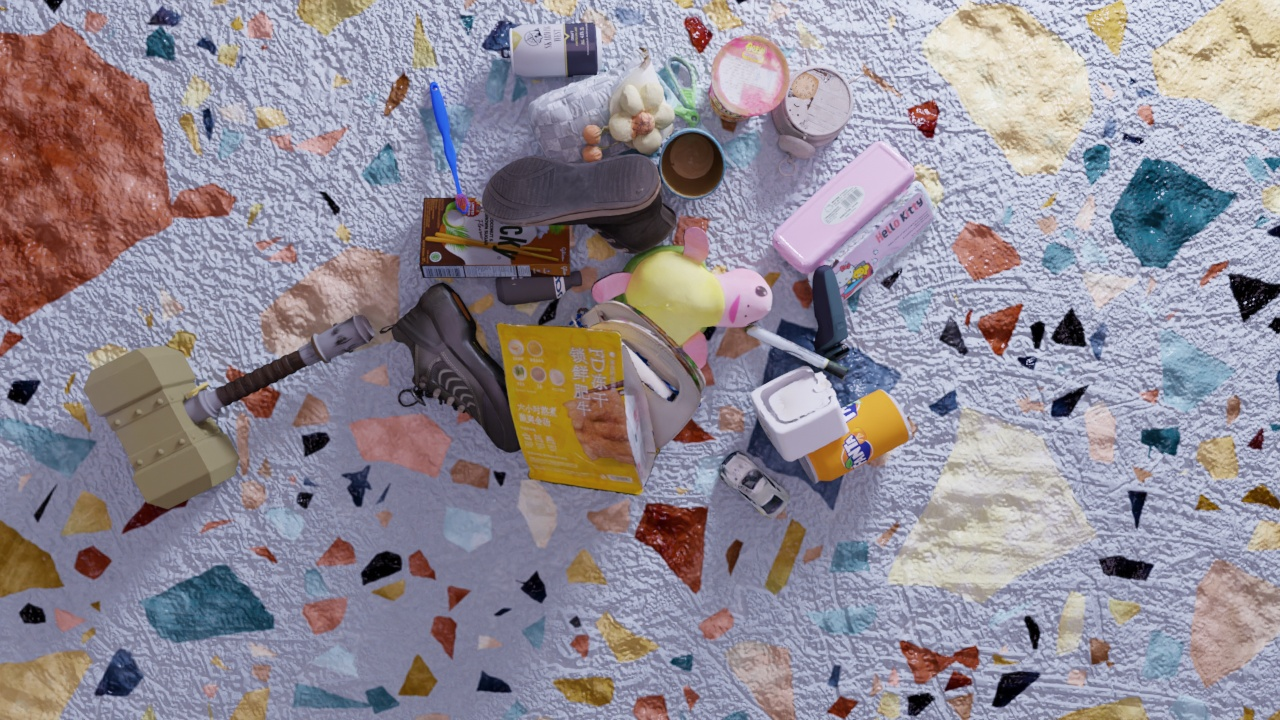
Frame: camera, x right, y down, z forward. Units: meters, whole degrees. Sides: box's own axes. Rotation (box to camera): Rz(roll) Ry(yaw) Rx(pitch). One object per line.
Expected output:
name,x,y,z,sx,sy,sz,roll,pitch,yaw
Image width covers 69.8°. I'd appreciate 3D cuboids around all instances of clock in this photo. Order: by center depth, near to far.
clock,0.219,-0.314,1.195,0.103,0.061,0.157,23,91,-5

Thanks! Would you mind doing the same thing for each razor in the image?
razor,0.247,-0.058,1.206,0.047,0.052,0.143,-25,117,-23

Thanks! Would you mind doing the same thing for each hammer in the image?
hammer,-0.488,0.028,1.155,0.325,0.100,0.190,-26,96,-1

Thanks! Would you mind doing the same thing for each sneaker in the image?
sneaker,-0.076,-0.189,1.133,0.235,0.120,0.095,-4,69,16
sneaker,-0.250,0.034,1.173,0.143,0.101,0.238,-30,95,1

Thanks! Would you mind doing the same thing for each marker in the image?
marker,0.206,-0.013,1.218,0.146,0.017,0.017,27,92,15

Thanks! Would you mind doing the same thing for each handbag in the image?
handbag,-0.007,0.007,1.142,0.200,0.200,0.092,37,54,-8
handbag,-0.047,-0.298,1.146,0.171,0.123,0.112,-24,129,0

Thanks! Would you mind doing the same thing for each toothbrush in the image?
toothbrush,-0.245,-0.274,1.171,0.016,0.018,0.182,-13,82,-9

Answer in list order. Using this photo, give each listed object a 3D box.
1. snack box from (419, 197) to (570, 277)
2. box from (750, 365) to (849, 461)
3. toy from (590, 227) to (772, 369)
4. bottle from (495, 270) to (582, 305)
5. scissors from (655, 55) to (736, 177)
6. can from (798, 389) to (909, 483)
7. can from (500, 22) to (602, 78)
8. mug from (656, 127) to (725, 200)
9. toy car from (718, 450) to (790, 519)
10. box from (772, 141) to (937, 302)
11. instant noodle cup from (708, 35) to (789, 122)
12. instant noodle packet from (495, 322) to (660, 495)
snack box,-0.184,-0.158,1.172,0.186,0.032,0.101,-1,65,-4
box,0.205,0.059,1.189,0.102,0.107,0.076,-27,127,0
toy,0.055,-0.080,1.188,0.238,0.087,0.190,-4,106,-4
bottle,-0.132,-0.100,1.195,0.112,0.047,0.047,-9,95,-4
scissors,0.077,-0.321,1.209,0.078,0.033,0.175,-40,100,-2
can,0.280,0.102,1.222,0.142,0.079,0.079,-27,96,-1
can,-0.113,-0.393,1.165,0.127,0.064,0.064,-3,94,-4
mug,0.051,-0.248,1.165,0.112,0.104,0.084,-22,107,11
toy car,0.155,0.170,1.243,0.105,0.033,0.048,41,92,-5
box,0.287,-0.177,1.207,0.201,0.073,0.150,-42,96,1
instant noodle cup,0.129,-0.348,1.162,0.097,0.108,0.098,0,94,-4
instant noodle packet,-0.077,0.048,1.108,0.163,0.084,0.222,6,129,23
